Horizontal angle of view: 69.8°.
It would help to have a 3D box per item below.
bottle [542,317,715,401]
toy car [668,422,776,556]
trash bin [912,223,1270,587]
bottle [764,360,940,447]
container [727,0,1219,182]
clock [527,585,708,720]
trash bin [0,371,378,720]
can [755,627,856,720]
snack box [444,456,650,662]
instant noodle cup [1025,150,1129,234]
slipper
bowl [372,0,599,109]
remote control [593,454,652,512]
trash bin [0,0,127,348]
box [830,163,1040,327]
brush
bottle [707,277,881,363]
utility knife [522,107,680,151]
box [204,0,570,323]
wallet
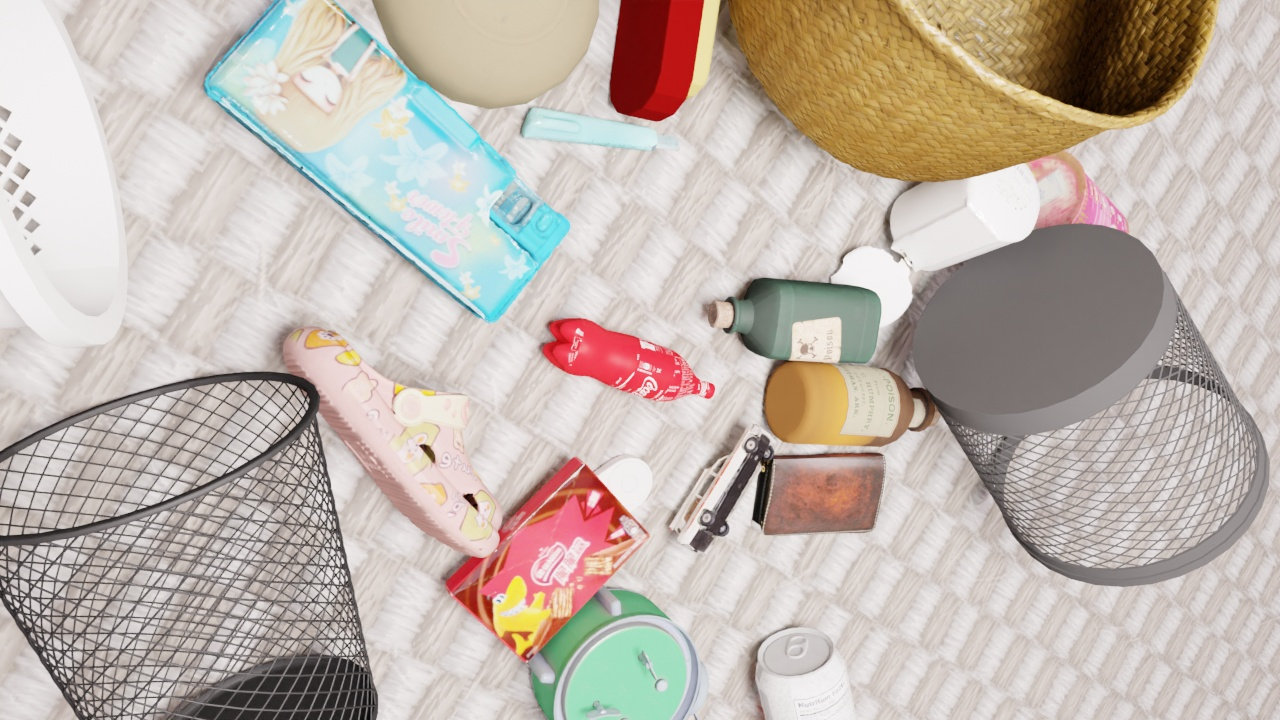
[{"bbox_3d":[-0.004,0.004,0.686,0.141,0.042,0.042,19,92,-28],"label":"bottle"},{"bbox_3d":[0.065,0.102,0.742,0.113,0.039,0.039,-58,141,-6],"label":"toy car"},{"bbox_3d":[0.363,0.034,0.758,0.217,0.218,0.227,-50,122,-9],"label":"trash bin"},{"bbox_3d":[0.186,0.038,0.770,0.156,0.068,0.068,4,98,-27],"label":"bottle"},{"bbox_3d":[0.206,-0.277,0.614,0.306,0.197,0.306,2,83,-20],"label":"container"},{"bbox_3d":[-0.007,0.259,0.718,0.121,0.075,0.161,-44,116,-12],"label":"clock"},{"bbox_3d":[-0.249,0.140,0.526,0.183,0.184,0.210,-19,114,-22],"label":"trash bin"},{"bbox_3d":[0.148,0.310,0.802,0.078,0.078,0.136,-21,109,-21],"label":"can"},{"bbox_3d":[-0.067,0.147,0.680,0.132,0.021,0.089,-44,116,-10],"label":"snack box"},{"bbox_3d":[0.377,-0.125,0.820,0.108,0.098,0.097,17,93,-36],"label":"instant noodle cup"},{"bbox_3d":[-0.146,0.045,0.603,0.081,0.093,0.197,-45,115,-23],"label":"slipper"},{"bbox_3d":[-0.091,-0.241,0.588,0.152,0.050,0.152,-5,103,-25],"label":"bowl"},{"bbox_3d":[-0.049,0.121,0.704,0.136,0.013,0.043,-35,113,-16],"label":"remote control"},{"bbox_3d":[-0.377,-0.085,0.418,0.199,0.195,0.195,-11,105,-14],"label":"trash bin"},{"bbox_3d":[0.237,-0.096,0.749,0.083,0.140,0.141,41,66,-13],"label":"box"},{"bbox_3d":[0.023,-0.251,0.623,0.041,0.082,0.173,4,99,-27],"label":"brush"},{"bbox_3d":[0.117,-0.032,0.723,0.131,0.061,0.061,3,101,-19],"label":"bottle"},{"bbox_3d":[-0.024,-0.162,0.657,0.126,0.015,0.022,1,102,-28],"label":"utility knife"},{"bbox_3d":[-0.152,-0.127,0.587,0.227,0.041,0.094,42,82,-26],"label":"box"},{"bbox_3d":[0.157,0.116,0.799,0.123,0.019,0.072,3,99,-26],"label":"wallet"}]
